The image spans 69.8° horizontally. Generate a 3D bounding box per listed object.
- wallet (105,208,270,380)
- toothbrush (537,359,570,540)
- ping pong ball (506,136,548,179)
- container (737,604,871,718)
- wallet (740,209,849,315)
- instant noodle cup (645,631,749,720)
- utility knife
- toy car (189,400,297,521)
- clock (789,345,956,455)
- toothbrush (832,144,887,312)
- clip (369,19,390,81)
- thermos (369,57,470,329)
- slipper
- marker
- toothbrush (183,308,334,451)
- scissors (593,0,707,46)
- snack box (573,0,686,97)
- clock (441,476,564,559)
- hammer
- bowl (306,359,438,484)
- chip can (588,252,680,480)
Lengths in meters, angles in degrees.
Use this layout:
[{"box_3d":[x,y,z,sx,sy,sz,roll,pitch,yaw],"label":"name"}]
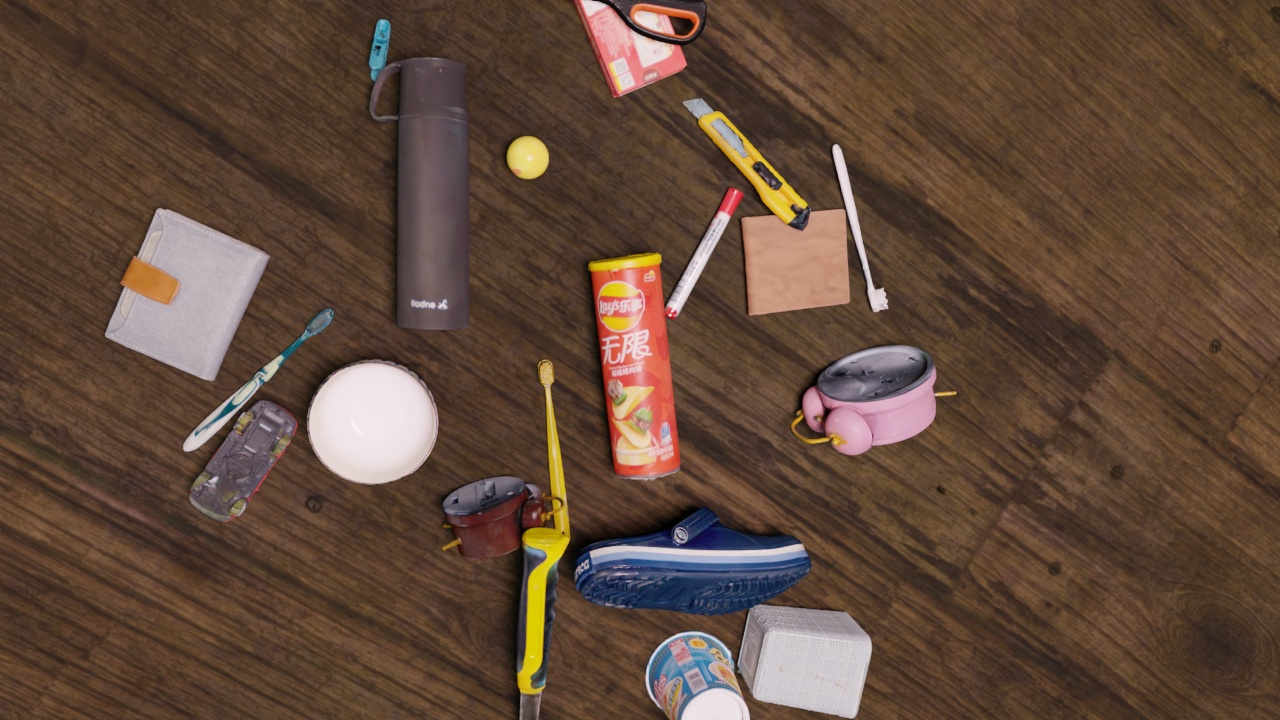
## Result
[{"box_3d":[-0.416,-0.061,0.838,0.106,0.037,0.130,25,92,-13],"label":"wallet"},{"box_3d":[-0.087,0.093,0.928,0.015,0.016,0.190,-6,99,-9],"label":"toothbrush"},{"box_3d":[-0.107,-0.193,0.874,0.040,0.040,0.040,-1,98,-10],"label":"ping pong ball"},{"box_3d":[0.169,0.312,0.970,0.111,0.090,0.090,11,95,-9],"label":"container"},{"box_3d":[0.162,-0.103,0.948,0.115,0.020,0.101,-8,99,-12],"label":"wallet"},{"box_3d":[0.063,0.345,0.942,0.099,0.110,0.099,-1,97,-10],"label":"instant noodle cup"},{"box_3d":[0.108,-0.198,0.917,0.176,0.015,0.033,46,73,-5],"label":"utility knife"},{"box_3d":[-0.371,0.094,0.862,0.053,0.045,0.120,36,85,-11],"label":"toy car"},{"box_3d":[0.226,0.044,0.931,0.158,0.117,0.060,-22,112,-9],"label":"clock"},{"box_3d":[0.228,-0.137,0.954,0.016,0.016,0.180,-12,101,29],"label":"toothbrush"},{"box_3d":[-0.241,-0.288,0.847,0.013,0.034,0.055,10,79,-13],"label":"clip"},{"box_3d":[-0.203,-0.151,0.854,0.090,0.068,0.242,1,96,5],"label":"thermos"},{"box_3d":[0.049,0.201,0.933,0.252,0.105,0.095,5,55,-24],"label":"slipper"},{"box_3d":[0.063,-0.108,0.929,0.017,0.017,0.145,28,92,-13],"label":"marker"},{"box_3d":[-0.362,0.019,0.868,0.191,0.018,0.016,-44,102,-2],"label":"toothbrush"},{"box_3d":[-0.045,-0.361,0.849,0.235,0.022,0.139,25,84,-9],"label":"scissors"},{"box_3d":[-0.020,-0.339,0.878,0.075,0.025,0.153,-25,101,-7],"label":"snack box"},{"box_3d":[-0.135,0.150,0.895,0.122,0.082,0.055,-14,104,-7],"label":"clock"},{"box_3d":[-0.110,0.309,0.907,0.126,0.032,0.324,2,113,-9],"label":"hammer"},{"box_3d":[-0.250,0.053,0.868,0.116,0.066,0.116,-1,98,-10],"label":"bowl"},{"box_3d":[-0.005,0.005,0.904,0.073,0.073,0.216,-7,99,-10],"label":"chip can"}]
